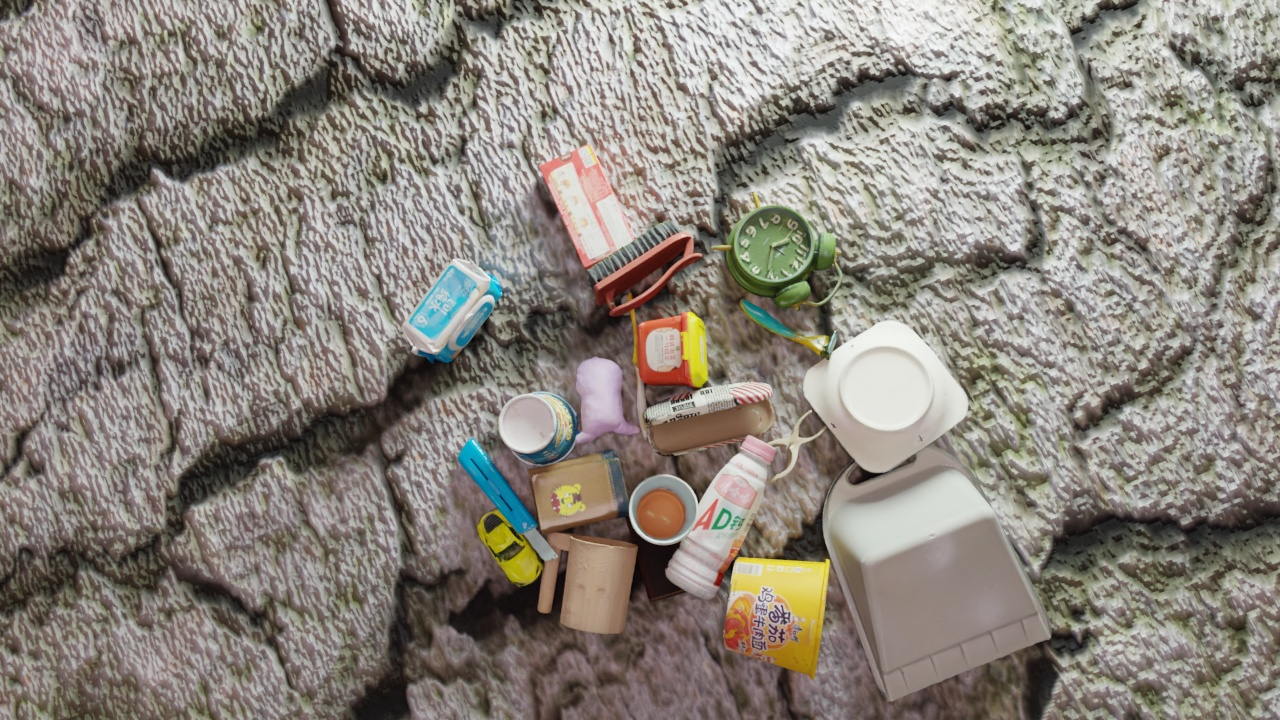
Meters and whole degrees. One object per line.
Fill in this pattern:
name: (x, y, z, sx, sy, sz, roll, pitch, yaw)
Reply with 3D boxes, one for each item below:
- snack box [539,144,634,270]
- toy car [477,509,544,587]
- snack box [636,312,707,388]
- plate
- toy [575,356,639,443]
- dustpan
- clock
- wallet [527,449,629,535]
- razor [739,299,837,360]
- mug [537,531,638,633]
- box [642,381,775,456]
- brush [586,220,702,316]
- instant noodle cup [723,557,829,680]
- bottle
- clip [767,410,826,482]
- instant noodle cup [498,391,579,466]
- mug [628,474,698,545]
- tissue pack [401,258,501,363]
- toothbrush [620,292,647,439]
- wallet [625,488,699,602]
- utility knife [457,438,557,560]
snack box: (-0.068, -0.201, 1.203, 0.075, 0.025, 0.153, -25, 82, 0)
toy car: (-0.164, 0.233, 1.144, 0.048, 0.032, 0.105, -39, 71, -2)
snack box: (0.039, -0.011, 1.147, 0.080, 0.082, 0.091, -4, 82, 13)
plate: (0.301, 0.038, 1.127, 0.164, 0.034, 0.163, -34, 69, -4)
toy: (-0.047, 0.047, 1.164, 0.083, 0.039, 0.108, -5, 79, -15)
dustpan: (0.345, 0.240, 1.129, 0.223, 0.142, 0.258, -22, 111, 1)
clock: (0.181, -0.132, 1.163, 0.161, 0.056, 0.116, 36, 87, 7)
wallet: (-0.076, 0.162, 1.139, 0.115, 0.033, 0.090, -12, 67, -7)
razor: (0.185, -0.043, 1.165, 0.132, 0.028, 0.043, 26, 55, 5)
mug: (-0.069, 0.269, 1.123, 0.125, 0.084, 0.103, 5, 84, 29)
box: (0.084, 0.062, 1.129, 0.163, 0.088, 0.076, -12, 65, 2)
brush: (0.006, -0.117, 1.166, 0.145, 0.063, 0.069, -34, 77, -8)
instant noodle cup: (0.159, 0.294, 1.077, 0.110, 0.138, 0.138, 7, 83, 12)
bottle: (0.100, 0.184, 1.098, 0.068, 0.068, 0.197, 27, 88, 6)
clip: (0.193, 0.118, 1.144, 0.104, 0.035, 0.082, -26, 79, -8)
instant noodle cup: (-0.130, 0.080, 1.129, 0.099, 0.110, 0.099, -1, 82, 4)
mug: (0.025, 0.179, 1.084, 0.078, 0.123, 0.078, 0, 78, -1)
tissue pack: (-0.236, -0.060, 1.163, 0.063, 0.090, 0.140, 36, 86, 8)
toothbrush: (-0.007, 0.007, 1.178, 0.018, 0.016, 0.191, -8, 82, 13)
wallet: (0.040, 0.230, 1.145, 0.096, 0.020, 0.122, -16, 81, -4)
utility knife: (-0.166, 0.177, 1.148, 0.034, 0.018, 0.191, -42, 72, -2)
